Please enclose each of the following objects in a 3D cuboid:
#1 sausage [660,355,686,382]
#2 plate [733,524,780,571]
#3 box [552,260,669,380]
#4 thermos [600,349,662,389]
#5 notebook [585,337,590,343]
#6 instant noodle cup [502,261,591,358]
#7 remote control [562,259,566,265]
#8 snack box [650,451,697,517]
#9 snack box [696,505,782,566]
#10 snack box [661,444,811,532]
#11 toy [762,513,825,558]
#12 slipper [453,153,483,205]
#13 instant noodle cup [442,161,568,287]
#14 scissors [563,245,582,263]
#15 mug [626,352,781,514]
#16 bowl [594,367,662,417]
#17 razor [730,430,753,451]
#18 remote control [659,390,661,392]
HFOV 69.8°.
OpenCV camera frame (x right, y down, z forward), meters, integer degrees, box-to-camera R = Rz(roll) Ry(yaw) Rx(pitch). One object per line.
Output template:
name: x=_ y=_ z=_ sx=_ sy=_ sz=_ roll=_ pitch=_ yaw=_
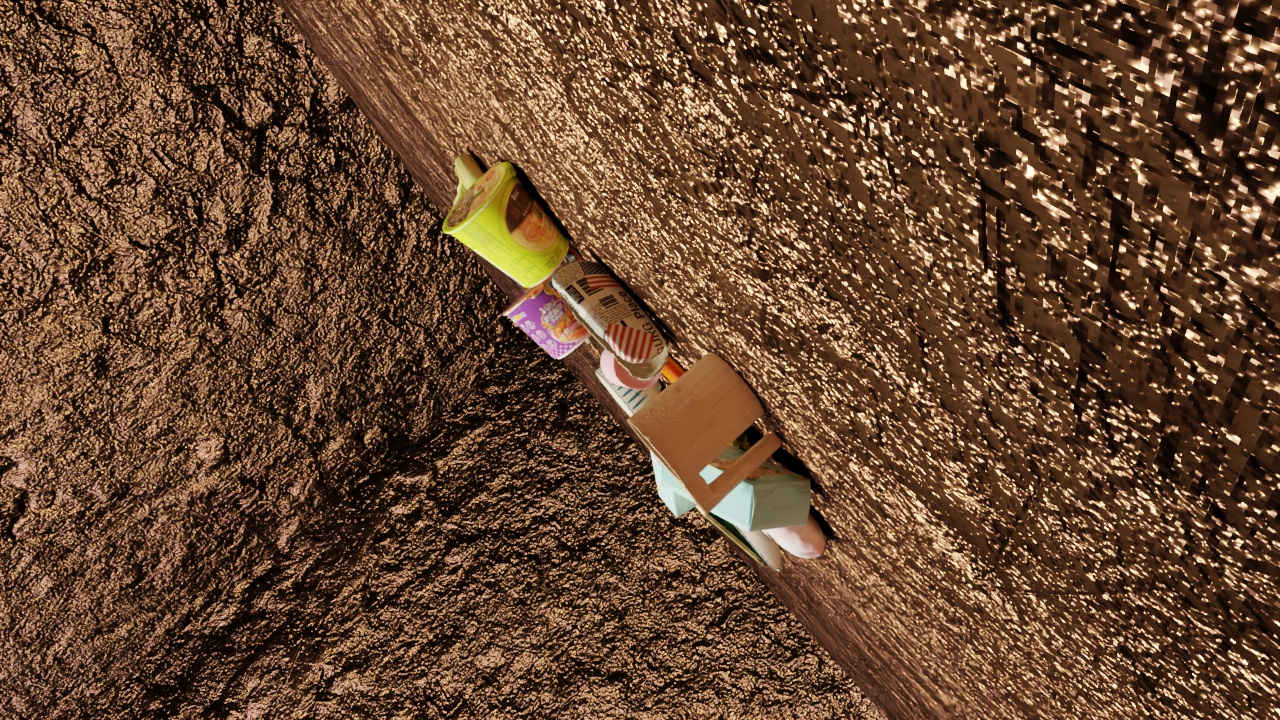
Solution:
sausage: x=0.044 y=0.018 z=1.098 sx=0.165 sy=0.021 sz=0.021 roll=46 pitch=173 yaw=29
plate: x=0.128 y=0.200 z=1.178 sx=0.163 sy=0.034 sz=0.164 roll=45 pitch=178 yaw=17
box: x=-0.037 y=-0.052 z=1.026 sx=0.163 sy=0.076 sz=0.087 roll=49 pitch=-165 yaw=27
thermos: x=-0.007 y=0.007 z=1.241 sx=0.087 sy=0.067 sz=0.199 roll=20 pitch=177 yaw=-7
notebook: x=-0.138 y=-0.130 z=1.357 sx=0.208 sy=0.008 sz=0.147 roll=60 pitch=178 yaw=-21
instant noodle cup: x=-0.115 y=-0.063 z=1.242 sx=0.099 sy=0.111 sz=0.111 roll=50 pitch=174 yaw=-12
remote control: x=-0.110 y=-0.123 z=1.333 sx=0.049 sy=0.024 sz=0.125 roll=52 pitch=175 yaw=-2
snack box: x=0.058 y=0.133 z=1.252 sx=0.051 sy=0.074 sz=0.175 roll=47 pitch=157 yaw=41
snack box: x=0.136 y=0.228 z=1.428 sx=0.114 sy=0.063 sz=0.240 roll=44 pitch=179 yaw=43
snack box: x=0.097 y=0.129 z=0.974 sx=0.175 sy=0.074 sz=0.051 roll=19 pitch=108 yaw=59
toy: x=0.154 y=0.173 z=1.086 sx=0.159 sy=0.054 sz=0.121 roll=44 pitch=-178 yaw=14
slipper: x=-0.244 y=-0.223 z=1.367 sx=0.091 sy=0.081 sz=0.191 roll=62 pitch=177 yaw=36
instant noodle cup: x=-0.153 y=-0.155 z=1.100 sx=0.123 sy=0.111 sz=0.112 roll=43 pitch=178 yaw=-28
scissors: x=-0.053 y=-0.079 z=1.226 sx=0.209 sy=0.015 sz=0.185 roll=53 pitch=173 yaw=-30
mug: x=0.065 y=0.069 z=0.874 sx=0.124 sy=0.103 sz=0.084 roll=51 pitch=174 yaw=-17
bowl: x=-0.009 y=0.042 z=1.423 sx=0.116 sy=0.066 sz=0.116 roll=49 pitch=173 yaw=7
razor: x=0.110 y=0.085 z=1.031 sx=0.043 sy=0.022 sz=0.143 roll=32 pitch=169 yaw=19
remote control: x=0.039 y=0.070 z=1.477 sx=0.136 sy=0.020 sz=0.056 roll=44 pitch=173 yaw=40
